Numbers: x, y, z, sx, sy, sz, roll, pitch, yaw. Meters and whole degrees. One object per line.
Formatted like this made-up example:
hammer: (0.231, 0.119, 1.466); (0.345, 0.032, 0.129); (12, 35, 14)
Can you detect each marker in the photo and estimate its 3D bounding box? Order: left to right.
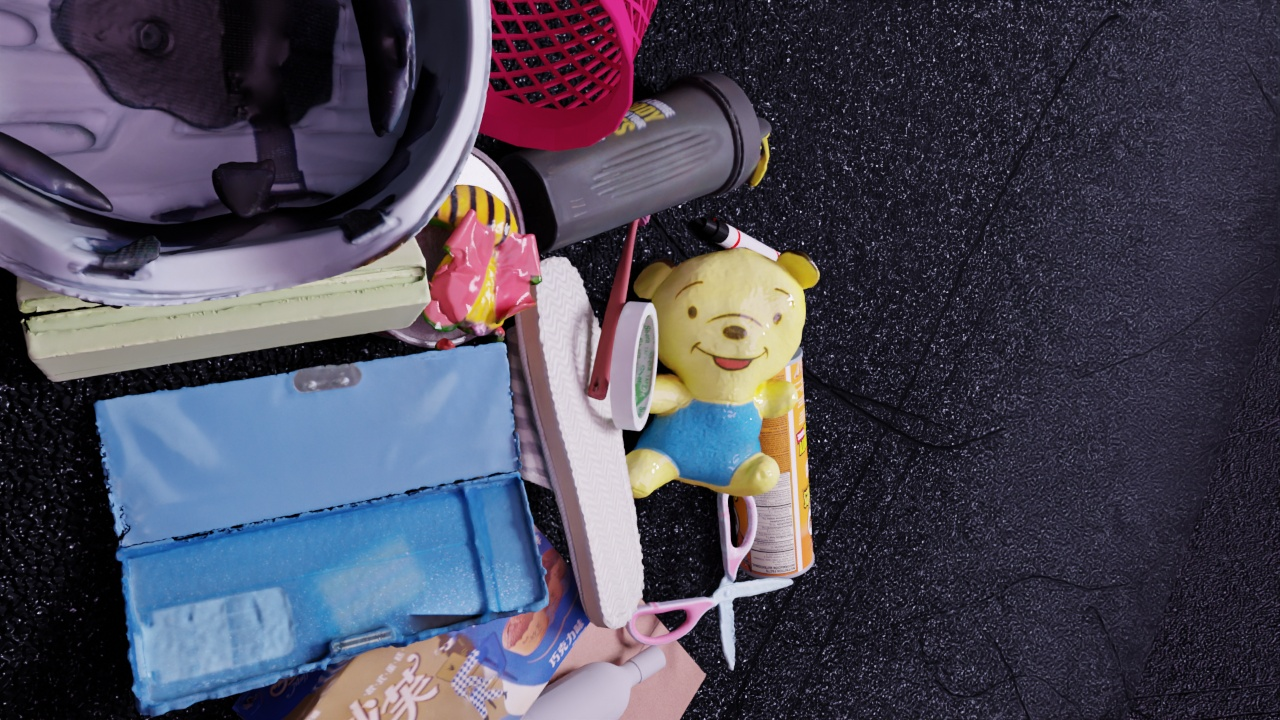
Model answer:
marker: (0.094, -0.105, 0.836); (0.145, 0.019, 0.019); (18, 86, -46)

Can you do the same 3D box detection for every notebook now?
notebook: (-0.023, 0.290, 0.811); (0.141, 0.008, 0.209); (-53, 131, -24)

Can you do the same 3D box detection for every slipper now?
slipper: (-0.049, 0.062, 0.665); (0.114, 0.054, 0.272); (-23, 102, -72)

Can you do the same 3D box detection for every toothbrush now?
toothbrush: (-0.014, -0.053, 0.693); (0.016, 0.016, 0.189); (53, 40, -48)

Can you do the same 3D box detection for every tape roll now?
tape roll: (-0.004, 0.004, 0.676); (0.093, 0.018, 0.094); (6, 89, -79)

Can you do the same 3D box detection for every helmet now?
helmet: (-0.208, -0.147, 0.407); (0.263, 0.164, 0.237); (-7, 102, -22)

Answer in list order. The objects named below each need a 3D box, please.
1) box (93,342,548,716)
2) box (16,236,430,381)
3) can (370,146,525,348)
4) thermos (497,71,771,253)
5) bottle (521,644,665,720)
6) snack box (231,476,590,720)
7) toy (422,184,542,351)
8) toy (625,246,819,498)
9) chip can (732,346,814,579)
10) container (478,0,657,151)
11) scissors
box: (-0.176, 0.090, 0.537); (0.231, 0.048, 0.177); (-8, 88, -24)
box: (-0.206, -0.034, 0.470); (0.187, 0.077, 0.090); (-8, 104, -27)
can: (-0.138, -0.075, 0.585); (0.129, 0.044, 0.130); (-12, 107, -44)
thermos: (0.002, -0.148, 0.682); (0.220, 0.098, 0.098); (-29, 118, -34)
bottle: (-0.055, 0.278, 0.728); (0.194, 0.052, 0.052); (-18, 111, -42)
snack box: (-0.140, 0.197, 0.625); (0.202, 0.069, 0.155); (-52, 130, -25)
toy: (-0.100, -0.056, 0.564); (0.084, 0.046, 0.103); (-13, 103, -30)
toy: (0.060, 0.008, 0.762); (0.149, 0.084, 0.214); (5, 99, -13)
chip can: (0.121, 0.095, 0.867); (0.075, 0.075, 0.215); (-24, 115, -41)
container: (-0.047, -0.275, 0.555); (0.183, 0.183, 0.225); (47, 58, -41)
scissors: (0.065, 0.198, 0.825); (0.170, 0.013, 0.172); (-3, 93, -22)
